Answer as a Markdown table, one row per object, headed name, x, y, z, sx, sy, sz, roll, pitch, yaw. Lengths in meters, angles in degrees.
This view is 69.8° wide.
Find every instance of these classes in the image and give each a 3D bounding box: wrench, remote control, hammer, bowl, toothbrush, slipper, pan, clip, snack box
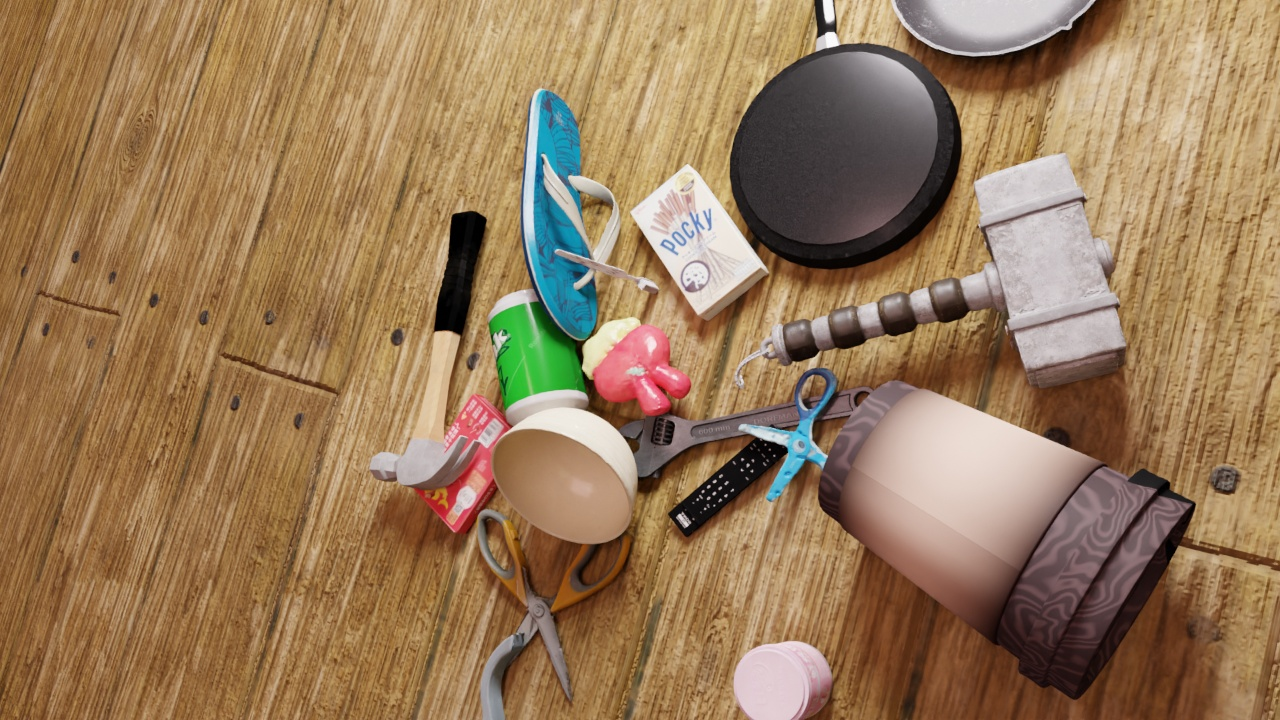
| name | x | y | z | sx | sy | sz | roll | pitch | yaw |
| --- | --- | --- | --- | --- | --- | --- | --- | --- | --- |
| wrench | 0.095 | 0.063 | 0.893 | 0.274 | 0.018 | 0.073 | -13 | 76 | 24 |
| remote control | 0.085 | 0.117 | 0.882 | 0.140 | 0.009 | 0.030 | -43 | 77 | 18 |
| hammer | 0.233 | -0.044 | 0.801 | 0.327 | 0.079 | 0.176 | -16 | 72 | 23 |
| bowl | -0.064 | 0.103 | 0.910 | 0.151 | 0.151 | 0.075 | 0 | 36 | 28 |
| toothbrush | -0.029 | -0.086 | 0.898 | 0.010 | 0.181 | 0.010 | -49 | 64 | 16 |
| hammer | -0.225 | -0.016 | 1.057 | 0.131 | 0.039 | 0.327 | -2 | 73 | 33 |
| slipper | -0.075 | -0.168 | 0.983 | 0.060 | 0.118 | 0.294 | -18 | 66 | 32 |
| pan | 0.396 | -0.412 | 0.828 | 0.358 | 0.040 | 0.207 | -34 | 65 | 17 |
| clip | -0.111 | 0.361 | 0.926 | 0.166 | 0.032 | 0.164 | -2 | 81 | 29 |
| snack box | 0.059 | -0.123 | 0.949 | 0.082 | 0.026 | 0.150 | -39 | 64 | 16 |
| pan | 0.189 | -0.265 | 0.908 | 0.226 | 0.034 | 0.356 | -10 | 75 | 26 |
| snack box | -0.193 | 0.116 | 1.033 | 0.089 | 0.021 | 0.133 | 38 | 98 | 30 |

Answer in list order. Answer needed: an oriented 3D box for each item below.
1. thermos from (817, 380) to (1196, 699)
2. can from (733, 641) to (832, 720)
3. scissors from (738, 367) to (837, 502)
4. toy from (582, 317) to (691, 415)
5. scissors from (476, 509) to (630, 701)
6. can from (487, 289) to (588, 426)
| name | x | y | z | sx | sy | sz | roll | pitch | yaw |
| --- | --- | --- | --- | --- | --- | --- | --- | --- | --- |
| thermos | 0.267 | 0.121 | 0.706 | 0.226 | 0.172 | 0.173 | 32 | 94 | 35 |
| can | 0.124 | 0.279 | 0.793 | 0.067 | 0.076 | 0.067 | -7 | 75 | 27 |
| scissors | 0.157 | 0.071 | 0.844 | 0.134 | 0.011 | 0.140 | 16 | 88 | 18 |
| toy | -0.006 | 0.006 | 0.942 | 0.135 | 0.045 | 0.091 | 36 | 85 | 35 |
| scissors | -0.106 | 0.236 | 0.963 | 0.230 | 0.016 | 0.225 | 43 | 102 | 27 |
| can | -0.110 | 0.002 | 0.976 | 0.088 | 0.087 | 0.139 | -22 | 69 | 22 |
